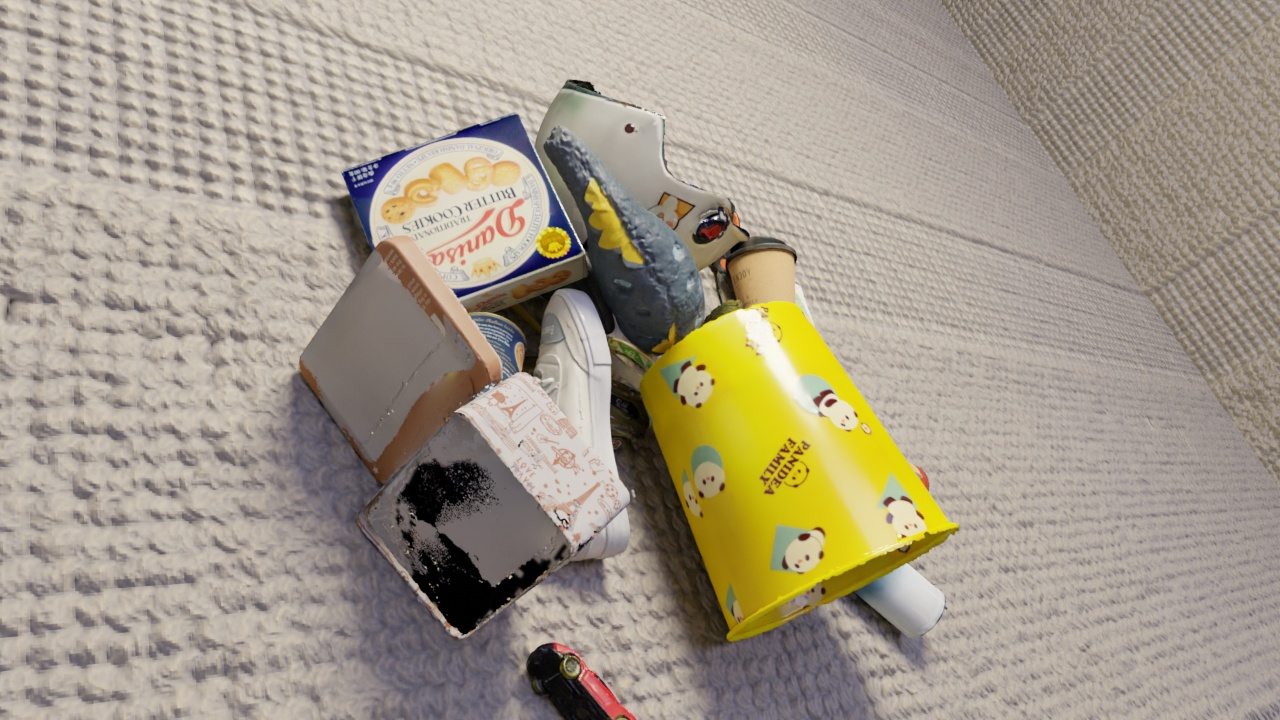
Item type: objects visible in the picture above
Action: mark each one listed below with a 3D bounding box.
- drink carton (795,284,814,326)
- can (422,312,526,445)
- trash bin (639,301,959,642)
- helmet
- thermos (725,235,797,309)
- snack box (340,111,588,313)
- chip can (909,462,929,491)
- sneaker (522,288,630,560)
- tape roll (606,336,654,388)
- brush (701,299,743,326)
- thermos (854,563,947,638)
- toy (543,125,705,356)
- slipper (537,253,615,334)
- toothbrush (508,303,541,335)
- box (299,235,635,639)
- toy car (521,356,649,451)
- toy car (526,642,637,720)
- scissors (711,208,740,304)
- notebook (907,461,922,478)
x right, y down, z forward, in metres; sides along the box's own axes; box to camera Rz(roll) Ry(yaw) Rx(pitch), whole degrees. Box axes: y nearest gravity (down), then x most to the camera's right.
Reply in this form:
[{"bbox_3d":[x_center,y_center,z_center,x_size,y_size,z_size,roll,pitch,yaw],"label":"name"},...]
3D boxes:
[{"bbox_3d":[0.198,-0.044,1.209,0.045,0.054,0.122,19,45,-37],"label":"drink carton"},{"bbox_3d":[-0.144,0.022,0.804,0.075,0.076,0.111,28,41,-23],"label":"can"},{"bbox_3d":[0.132,0.098,0.871,0.229,0.230,0.255,-2,59,-45],"label":"trash bin"},{"bbox_3d":[-0.018,-0.176,1.026,0.274,0.157,0.230,42,2,-40],"label":"helmet"},{"bbox_3d":[0.159,-0.082,1.168,0.093,0.093,0.143,11,66,-37],"label":"thermos"},{"bbox_3d":[-0.165,-0.130,0.868,0.177,0.046,0.182,-22,68,-11],"label":"snack box"},{"bbox_3d":[0.251,0.123,1.071,0.216,0.073,0.073,26,42,-35],"label":"chip can"},{"bbox_3d":[-0.075,0.057,0.807,0.090,0.090,0.242,-3,80,-28],"label":"sneaker"},{"bbox_3d":[-0.006,0.006,0.975,0.086,0.014,0.085,33,16,-11],"label":"tape roll"},{"bbox_3d":[0.099,-0.014,1.089,0.073,0.055,0.143,60,33,-20],"label":"brush"},{"bbox_3d":[0.234,0.211,1.003,0.220,0.070,0.070,41,38,-7],"label":"thermos"},{"bbox_3d":[0.003,-0.074,0.876,0.138,0.091,0.356,47,-8,29],"label":"toy"},{"bbox_3d":[-0.122,-0.120,0.953,0.268,0.083,0.111,53,-6,14],"label":"slipper"},{"bbox_3d":[-0.134,-0.056,0.934,0.190,0.016,0.016,44,44,-4],"label":"toothbrush"},{"bbox_3d":[-0.152,0.058,0.682,0.260,0.178,0.082,51,37,3],"label":"box"},{"bbox_3d":[-0.061,0.040,0.899,0.158,0.042,0.070,19,45,-28],"label":"toy car"},{"bbox_3d":[-0.044,0.260,0.707,0.106,0.049,0.031,48,37,2],"label":"toy car"},{"bbox_3d":[0.095,-0.141,1.228,0.204,0.022,0.223,34,44,-17],"label":"scissors"},{"bbox_3d":[0.224,0.052,1.060,0.149,0.012,0.211,23,20,-46],"label":"notebook"}]
